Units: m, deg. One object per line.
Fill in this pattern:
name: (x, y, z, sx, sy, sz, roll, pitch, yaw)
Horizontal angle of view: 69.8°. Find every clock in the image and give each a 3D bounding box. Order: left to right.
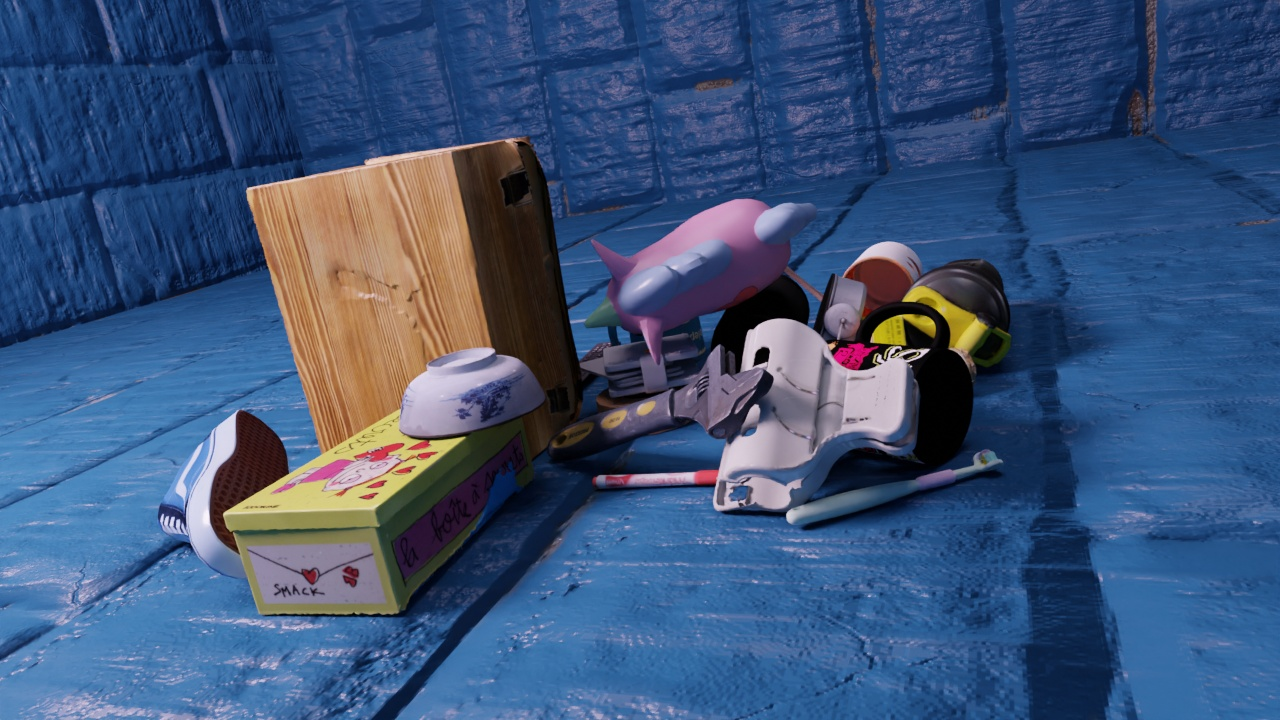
clock: (0.185, -0.029, 0.868, 0.035, 0.095, 0.122, 16, 26, 6)

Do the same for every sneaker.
sneaker: (-0.334, 0.125, 0.727, 0.098, 0.083, 0.241, -46, 27, -2)

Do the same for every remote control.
remote control: (-0.056, 0.006, 1.051, 0.032, 0.015, 0.136, -5, 18, 20)

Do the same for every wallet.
wallet: (-0.005, 0.005, 0.865, 0.115, 0.037, 0.118, -11, 11, -1)

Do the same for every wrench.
wrench: (0.005, 0.044, 0.692, 0.274, 0.022, 0.073, -23, 41, 50)

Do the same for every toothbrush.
toothbrush: (0.167, 0.084, 0.604, 0.154, 0.015, 0.022, -14, 14, -12)

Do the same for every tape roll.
tape roll: (0.007, 0.041, 0.854, 0.094, 0.027, 0.094, -10, 15, 2)

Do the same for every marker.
marker: (0.030, 0.088, 0.689, 0.142, 0.013, 0.012, -5, 16, 20)

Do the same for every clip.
clip: (0.105, 0.030, 0.611, 0.152, 0.101, 0.126, -22, 43, 44)

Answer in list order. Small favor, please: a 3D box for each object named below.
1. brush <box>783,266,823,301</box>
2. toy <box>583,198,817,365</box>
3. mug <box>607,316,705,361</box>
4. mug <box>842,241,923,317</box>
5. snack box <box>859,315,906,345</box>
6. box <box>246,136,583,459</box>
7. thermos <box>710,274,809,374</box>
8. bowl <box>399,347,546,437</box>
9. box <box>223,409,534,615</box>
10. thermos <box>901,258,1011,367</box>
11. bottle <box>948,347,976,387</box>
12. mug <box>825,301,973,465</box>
brush: (0.196, -0.071, 0.980, 0.015, 0.135, 0.049, -50, 7, 16)
toy: (0.060, -0.087, 0.834, 0.222, 0.120, 0.171, -28, -1, 12)
mug: (0.013, -0.047, 1.029, 0.112, 0.104, 0.084, -19, 17, -31)
mug: (0.276, -0.087, 1.043, 0.082, 0.082, 0.105, -4, 15, 24)
snack box: (0.222, -0.022, 0.855, 0.029, 0.040, 0.148, -8, 1, 8)
box: (-0.183, -0.059, 0.868, 0.252, 0.279, 0.191, -3, 16, 26)
thermos: (0.120, -0.025, 0.910, 0.086, 0.086, 0.198, -6, 15, 15)
bowl: (-0.133, 0.018, 0.707, 0.114, 0.045, 0.114, -9, 14, 2)
box: (-0.176, 0.096, 0.676, 0.125, 0.079, 0.220, -5, 17, 21)
thermos: (0.311, -0.052, 0.888, 0.098, 0.098, 0.220, -3, 10, 24)
bottle: (0.222, 0.018, 0.767, 0.111, 0.043, 0.043, -11, 15, -8)
mug: (0.185, 0.012, 0.678, 0.081, 0.118, 0.098, 28, -13, -38)
